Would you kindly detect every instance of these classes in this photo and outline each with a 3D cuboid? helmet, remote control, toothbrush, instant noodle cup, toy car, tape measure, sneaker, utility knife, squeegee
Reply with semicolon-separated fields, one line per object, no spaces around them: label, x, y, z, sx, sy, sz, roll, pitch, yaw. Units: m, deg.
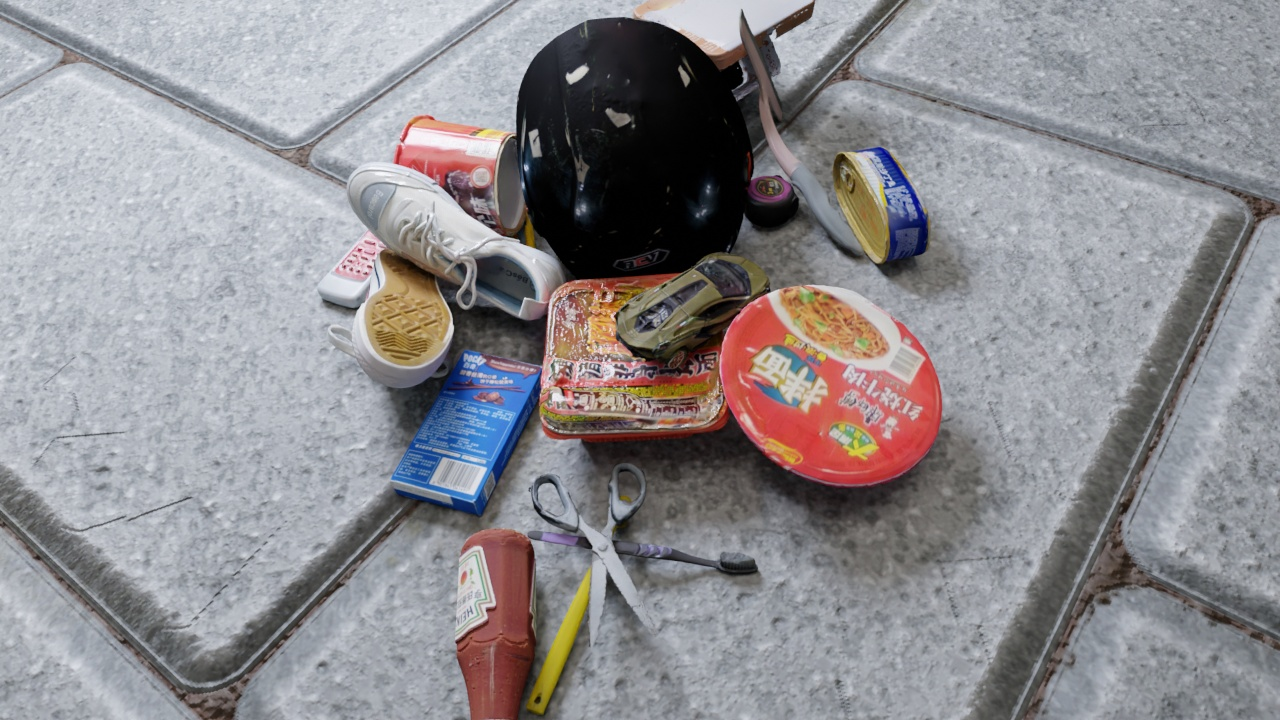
helmet;-0.010;-0.201;0.913;0.234;0.230;0.274;-13;76;13
remote control;-0.297;-0.113;1.010;0.056;0.020;0.135;17;54;19
toothbrush;-0.045;0.190;0.731;0.016;0.017;0.189;14;54;16
instant noodle cup;0.157;0.030;0.790;0.194;0.066;0.193;4;59;-7
instant noodle cup;-0.005;0.005;0.840;0.164;0.079;0.188;-2;51;4
toy car;0.047;-0.050;0.806;0.157;0.042;0.070;-33;60;-25
tape measure;0.140;-0.172;1.000;0.057;0.039;0.057;-18;50;-15
toothbrush;0.002;0.152;0.741;0.189;0.017;0.014;8;46;2
sneaker;-0.237;-0.026;0.887;0.118;0.088;0.241;14;24;-21
instant noodle cup;-0.186;-0.190;0.982;0.109;0.138;0.137;6;51;13
sneaker;-0.190;-0.109;0.900;0.242;0.090;0.090;29;25;-2
utility knife;-0.132;-0.129;1.008;0.033;0.015;0.164;-10;49;-5
squeegee;0.170;-0.214;0.987;0.040;0.247;0.249;-28;75;12

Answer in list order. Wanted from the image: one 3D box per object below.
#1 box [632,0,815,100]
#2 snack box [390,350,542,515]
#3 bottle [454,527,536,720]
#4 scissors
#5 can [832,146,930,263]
box;0.092;-0.368;1.050;0.182;0.153;0.181;-37;24;-23
snack box;-0.155;0.062;0.842;0.084;0.026;0.156;12;52;15
bottle;-0.108;0.225;0.679;0.060;0.060;0.205;-6;51;1
scissors;-0.032;0.144;0.732;0.159;0.014;0.174;22;45;21
can;0.250;-0.165;0.958;0.049;0.075;0.148;-11;49;-7
